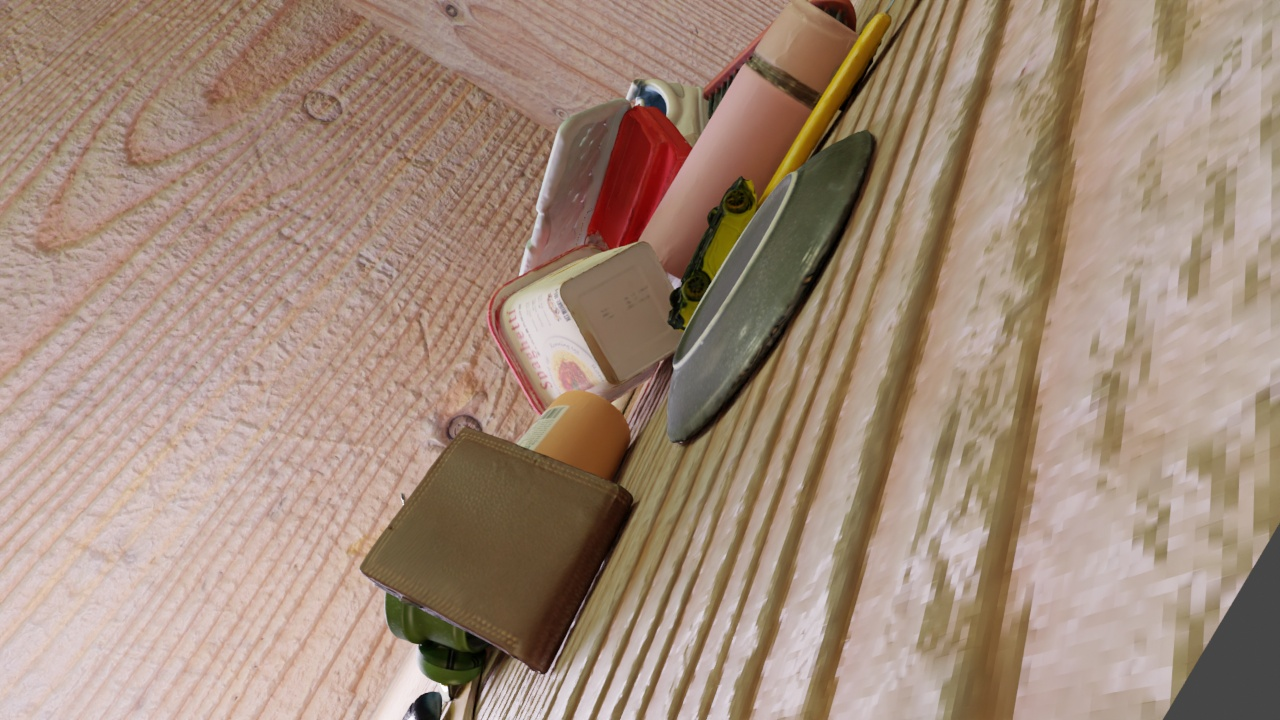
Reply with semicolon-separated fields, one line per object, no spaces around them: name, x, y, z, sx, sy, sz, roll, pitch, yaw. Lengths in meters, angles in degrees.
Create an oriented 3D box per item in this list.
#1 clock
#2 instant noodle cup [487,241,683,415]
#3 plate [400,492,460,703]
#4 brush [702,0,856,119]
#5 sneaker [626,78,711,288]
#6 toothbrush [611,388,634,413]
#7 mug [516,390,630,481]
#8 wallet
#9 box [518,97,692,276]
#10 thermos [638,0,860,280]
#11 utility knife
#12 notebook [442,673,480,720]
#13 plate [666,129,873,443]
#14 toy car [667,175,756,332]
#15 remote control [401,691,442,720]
clock;-0.120;0.156;0.639;0.115;0.056;0.161;-56;-24;-48
instant noodle cup;-0.031;-0.025;0.652;0.116;0.116;0.124;-31;7;-24
plate;-0.164;0.194;0.756;0.164;0.034;0.164;123;133;-64
brush;0.115;-0.243;0.734;0.146;0.063;0.069;-34;38;52
sneaker;0.021;-0.162;0.795;0.090;0.090;0.241;126;154;-48
toothbrush;-0.005;0.005;0.803;0.020;0.029;0.189;-6;40;30
mug;-0.057;0.079;0.581;0.078;0.078;0.122;-54;3;48
wallet;-0.075;0.095;0.484;0.101;0.125;0.032;-57;-34;-26
box;-0.043;-0.105;0.730;0.100;0.095;0.202;-12;-37;-31
thermos;0.080;-0.149;0.645;0.087;0.067;0.199;-6;-47;-58
utility knife;0.123;-0.167;0.546;0.224;0.015;0.033;-59;4;28
notebook;-0.167;0.317;0.618;0.207;0.008;0.148;-59;5;-4
plate;0.054;-0.040;0.455;0.179;0.024;0.179;-58;6;9
toy car;0.049;-0.064;0.572;0.048;0.032;0.105;154;140;-81
remote control;-0.167;0.274;0.682;0.053;0.024;0.137;-61;5;-16
